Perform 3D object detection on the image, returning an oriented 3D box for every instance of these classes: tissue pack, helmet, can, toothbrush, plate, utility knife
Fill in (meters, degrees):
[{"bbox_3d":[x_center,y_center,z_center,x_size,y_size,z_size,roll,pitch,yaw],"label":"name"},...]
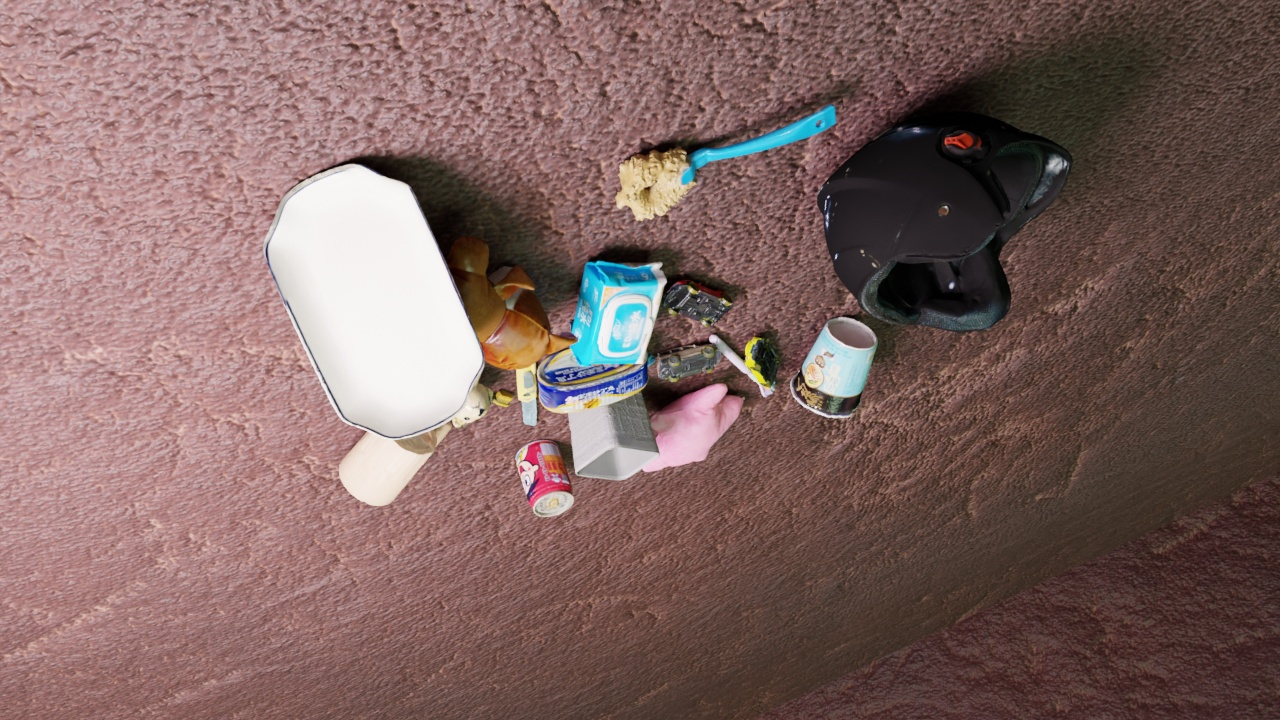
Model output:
[{"bbox_3d":[-0.028,-0.057,1.100,0.089,0.063,0.140,-3,123,-29],"label":"tissue pack"},{"bbox_3d":[0.339,-0.170,1.048,0.275,0.230,0.233,-39,151,4],"label":"helmet"},{"bbox_3d":[-0.061,0.018,1.187,0.148,0.074,0.049,-15,139,-13],"label":"can"},{"bbox_3d":[0.148,0.007,1.332,0.189,0.021,0.029,37,82,-48],"label":"toothbrush"},{"bbox_3d":[-0.136,0.169,1.315,0.066,0.093,0.067,-15,143,-12],"label":"can"},{"bbox_3d":[-0.255,-0.056,0.894,0.162,0.266,0.034,-24,-175,5],"label":"plate"},{"bbox_3d":[-0.147,0.023,1.200,0.031,0.021,0.207,-8,145,-12],"label":"utility knife"},{"bbox_3d":[-0.238,0.030,1.153,0.190,0.015,0.017,19,121,-43],"label":"toothbrush"}]

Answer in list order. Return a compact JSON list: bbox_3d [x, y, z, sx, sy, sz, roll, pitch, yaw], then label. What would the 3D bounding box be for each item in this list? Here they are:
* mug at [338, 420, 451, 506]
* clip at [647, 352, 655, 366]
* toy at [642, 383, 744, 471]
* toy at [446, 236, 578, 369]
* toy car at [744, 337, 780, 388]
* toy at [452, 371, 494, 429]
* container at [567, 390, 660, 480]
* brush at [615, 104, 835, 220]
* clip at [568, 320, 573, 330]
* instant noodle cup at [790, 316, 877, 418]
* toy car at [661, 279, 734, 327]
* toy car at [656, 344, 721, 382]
[{"bbox_3d":[-0.309,0.119,1.182,0.104,0.084,0.124,-46,163,25],"label":"mug"},{"bbox_3d":[-0.006,0.007,1.254,0.056,0.014,0.040,-33,143,12],"label":"clip"},{"bbox_3d":[0.083,0.101,1.372,0.178,0.074,0.195,-23,148,-18],"label":"toy"},{"bbox_3d":[-0.167,-0.056,1.008,0.140,0.130,0.199,-8,147,37],"label":"toy"},{"bbox_3d":[0.174,0.002,1.323,0.032,0.048,0.105,12,161,29],"label":"toy car"},{"bbox_3d":[-0.228,0.016,1.099,0.105,0.066,0.157,-41,134,-16],"label":"toy"},{"bbox_3d":[-0.041,0.090,1.243,0.090,0.114,0.090,13,142,-39],"label":"container"},{"bbox_3d":[0.090,-0.220,0.991,0.255,0.045,0.083,-19,140,3],"label":"brush"},{"bbox_3d":[-0.069,-0.033,1.161,0.033,0.025,0.057,-29,148,15],"label":"clip"},{"bbox_3d":[0.289,0.005,1.348,0.111,0.111,0.121,-6,132,-23],"label":"instant noodle cup"},{"bbox_3d":[0.071,-0.077,1.177,0.106,0.031,0.049,14,129,-41],"label":"toy car"},{"bbox_3d":[0.067,-0.001,1.264,0.090,0.035,0.042,-12,143,-9],"label":"toy car"}]
